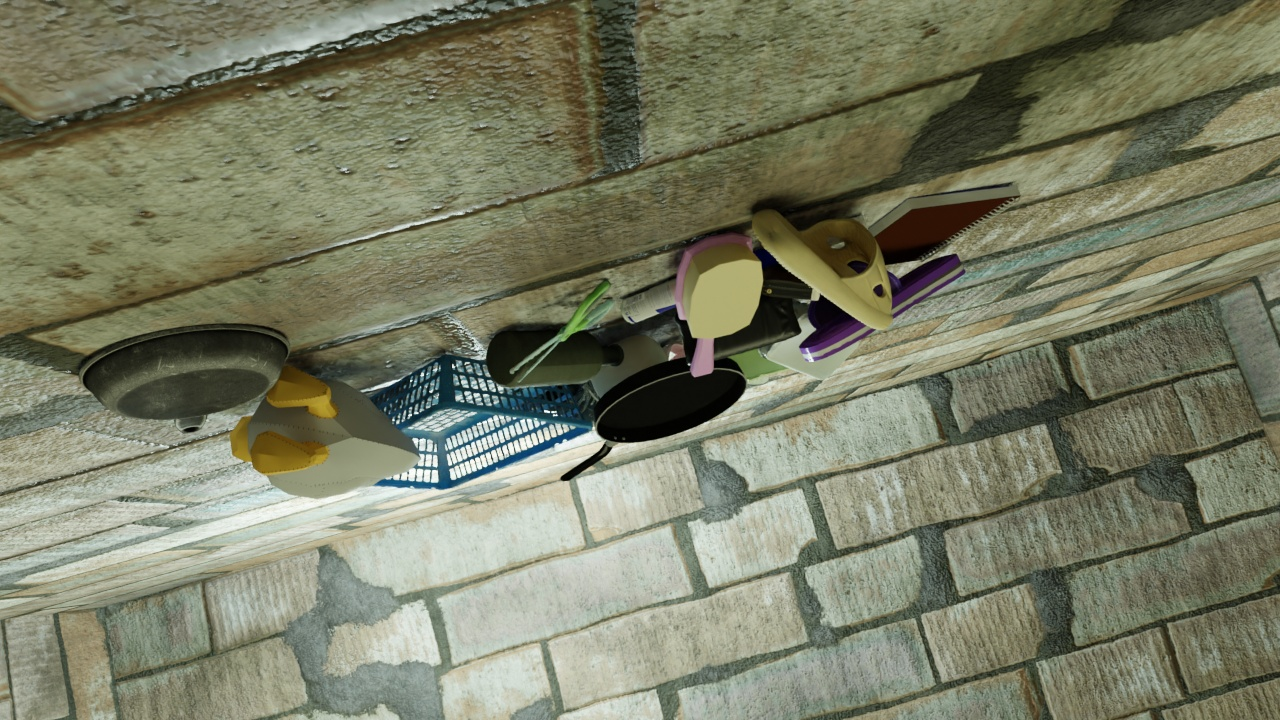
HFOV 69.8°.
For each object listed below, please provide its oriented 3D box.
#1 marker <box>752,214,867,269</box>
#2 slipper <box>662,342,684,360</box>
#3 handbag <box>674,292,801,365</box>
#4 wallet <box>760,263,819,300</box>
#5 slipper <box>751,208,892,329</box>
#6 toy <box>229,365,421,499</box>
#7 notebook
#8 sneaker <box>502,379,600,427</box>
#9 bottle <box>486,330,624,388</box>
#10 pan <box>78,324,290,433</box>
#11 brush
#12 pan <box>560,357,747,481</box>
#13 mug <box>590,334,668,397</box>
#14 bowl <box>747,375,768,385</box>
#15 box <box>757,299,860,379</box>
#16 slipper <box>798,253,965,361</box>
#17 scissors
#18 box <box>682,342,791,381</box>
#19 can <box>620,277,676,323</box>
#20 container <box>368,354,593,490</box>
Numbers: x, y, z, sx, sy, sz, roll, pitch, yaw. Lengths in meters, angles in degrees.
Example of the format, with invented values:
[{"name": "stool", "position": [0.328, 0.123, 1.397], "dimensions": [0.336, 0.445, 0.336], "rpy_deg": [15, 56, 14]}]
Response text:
[{"name": "marker", "position": [0.198, -0.138, 1.075], "dimensions": [0.133, 0.023, 0.027], "rpy_deg": [-18, -169, 11]}, {"name": "slipper", "position": [0.016, 0.036, 1.489], "dimensions": [0.064, 0.094, 0.240], "rpy_deg": [32, 131, -21]}, {"name": "handbag", "position": [0.116, -0.071, 1.198], "dimensions": [0.154, 0.115, 0.125], "rpy_deg": [-19, -168, 2]}, {"name": "wallet", "position": [0.177, -0.096, 1.085], "dimensions": [0.072, 0.019, 0.122], "rpy_deg": [6, -163, 8]}, {"name": "slipper", "position": [0.219, -0.110, 0.997], "dimensions": [0.079, 0.111, 0.261], "rpy_deg": [-44, 141, 21]}, {"name": "toy", "position": [-0.389, 0.097, 1.104], "dimensions": [0.246, 0.140, 0.268], "rpy_deg": [10, 165, -7]}, {"name": "notebook", "position": [0.355, -0.164, 1.174], "dimensions": [0.171, 0.022, 0.210], "rpy_deg": [-10, 168, -21]}, {"name": "sneaker", "position": [-0.109, 0.052, 1.440], "dimensions": [0.088, 0.089, 0.235], "rpy_deg": [-30, 159, 36]}, {"name": "bottle", "position": [-0.101, -0.004, 1.193], "dimensions": [0.072, 0.071, 0.206], "rpy_deg": [-25, 166, 39]}, {"name": "pan", "position": [-0.476, 0.039, 0.972], "dimensions": [0.187, 0.055, 0.358], "rpy_deg": [-10, 163, -28]}, {"name": "brush", "position": [0.085, -0.048, 1.059], "dimensions": [0.089, 0.043, 0.229], "rpy_deg": [-13, 141, -13]}, {"name": "pan", "position": [-0.004, 0.089, 1.337], "dimensions": [0.225, 0.034, 0.357], "rpy_deg": [10, 143, -47]}, {"name": "mug", "position": [-0.008, 0.008, 1.351], "dimensions": [0.100, 0.096, 0.120], "rpy_deg": [-26, -156, 20]}, {"name": "bowl", "position": [0.159, -0.015, 1.469], "dimensions": [0.117, 0.118, 0.062], "rpy_deg": [-5, 122, -44]}, {"name": "box", "position": [0.250, -0.022, 1.334], "dimensions": [0.083, 0.122, 0.215], "rpy_deg": [12, -178, 33]}, {"name": "slipper", "position": [0.306, -0.096, 1.221], "dimensions": [0.266, 0.084, 0.107], "rpy_deg": [-29, -175, -18]}, {"name": "scissors", "position": [-0.085, -0.031, 1.076], "dimensions": [0.172, 0.025, 0.159], "rpy_deg": [-43, 178, 22]}, {"name": "box", "position": [0.164, -0.026, 1.381], "dimensions": [0.187, 0.091, 0.084], "rpy_deg": [-15, 154, -23]}, {"name": "can", "position": [0.022, -0.075, 1.115], "dimensions": [0.095, 0.032, 0.032], "rpy_deg": [-21, 168, 23]}, {"name": "container", "position": [-0.277, 0.093, 1.295], "dimensions": [0.363, 0.089, 0.256], "rpy_deg": [-25, 155, 38]}]
